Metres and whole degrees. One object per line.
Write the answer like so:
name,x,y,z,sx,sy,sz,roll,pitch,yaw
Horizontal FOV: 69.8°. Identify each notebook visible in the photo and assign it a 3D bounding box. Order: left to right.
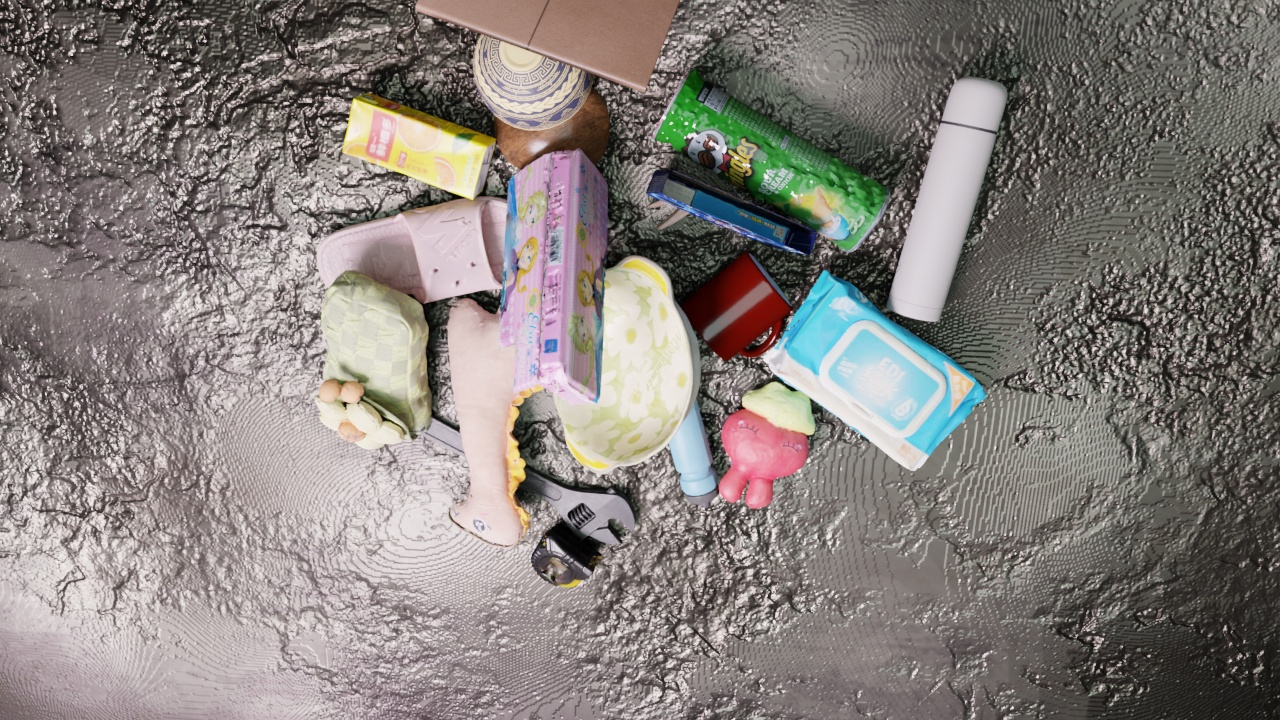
notebook,-0.074,-0.329,0.817,0.209,0.008,0.141,19,67,-2

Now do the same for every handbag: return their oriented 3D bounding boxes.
handbag,-0.272,0.011,0.904,0.113,0.116,0.187,16,132,7

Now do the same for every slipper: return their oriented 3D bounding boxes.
slipper,-0.212,-0.106,0.908,0.239,0.064,0.094,-6,105,7

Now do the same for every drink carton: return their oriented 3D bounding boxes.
drink carton,-0.214,-0.208,0.888,0.134,0.042,0.059,19,115,-2

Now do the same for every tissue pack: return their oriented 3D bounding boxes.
tissue pack,0.233,0.016,0.907,0.209,0.066,0.117,35,97,-8

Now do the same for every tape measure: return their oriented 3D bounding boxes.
tape measure,-0.087,0.217,0.995,0.067,0.038,0.063,38,130,-7

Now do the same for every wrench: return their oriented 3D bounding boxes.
wrench,-0.128,0.124,0.992,0.273,0.018,0.073,29,105,-3

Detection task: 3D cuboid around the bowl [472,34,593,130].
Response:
bowl,-0.102,-0.274,0.837,0.112,0.061,0.112,0,89,5

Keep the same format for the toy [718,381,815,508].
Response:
toy,0.127,0.087,0.942,0.091,0.045,0.135,26,93,3

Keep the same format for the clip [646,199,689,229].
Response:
clip,0.039,-0.145,0.899,0.061,0.024,0.043,-17,104,3

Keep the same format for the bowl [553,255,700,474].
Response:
bowl,-0.005,0.005,0.898,0.188,0.060,0.220,33,114,37

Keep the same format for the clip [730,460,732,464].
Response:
clip,0.121,0.111,0.973,0.053,0.013,0.036,32,105,-3

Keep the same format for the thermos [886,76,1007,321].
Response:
thermos,0.289,-0.150,0.865,0.052,0.052,0.224,12,106,0

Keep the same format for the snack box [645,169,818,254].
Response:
snack box,0.083,-0.138,0.855,0.150,0.082,0.027,21,95,-12

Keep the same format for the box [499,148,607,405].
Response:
box,-0.089,-0.076,0.851,0.097,0.085,0.230,-5,72,20

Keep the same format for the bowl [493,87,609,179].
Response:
bowl,-0.087,-0.225,0.884,0.114,0.026,0.102,9,106,1

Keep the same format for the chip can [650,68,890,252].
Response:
chip can,0.123,-0.184,0.857,0.223,0.075,0.075,30,106,-5

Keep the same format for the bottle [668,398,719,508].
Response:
bottle,0.053,0.094,0.958,0.040,0.040,0.130,-14,104,8

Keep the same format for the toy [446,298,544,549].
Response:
toy,-0.128,0.063,0.934,0.196,0.065,0.264,-6,95,24

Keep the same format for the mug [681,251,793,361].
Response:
mug,0.104,-0.044,0.905,0.083,0.073,0.105,-39,128,13
